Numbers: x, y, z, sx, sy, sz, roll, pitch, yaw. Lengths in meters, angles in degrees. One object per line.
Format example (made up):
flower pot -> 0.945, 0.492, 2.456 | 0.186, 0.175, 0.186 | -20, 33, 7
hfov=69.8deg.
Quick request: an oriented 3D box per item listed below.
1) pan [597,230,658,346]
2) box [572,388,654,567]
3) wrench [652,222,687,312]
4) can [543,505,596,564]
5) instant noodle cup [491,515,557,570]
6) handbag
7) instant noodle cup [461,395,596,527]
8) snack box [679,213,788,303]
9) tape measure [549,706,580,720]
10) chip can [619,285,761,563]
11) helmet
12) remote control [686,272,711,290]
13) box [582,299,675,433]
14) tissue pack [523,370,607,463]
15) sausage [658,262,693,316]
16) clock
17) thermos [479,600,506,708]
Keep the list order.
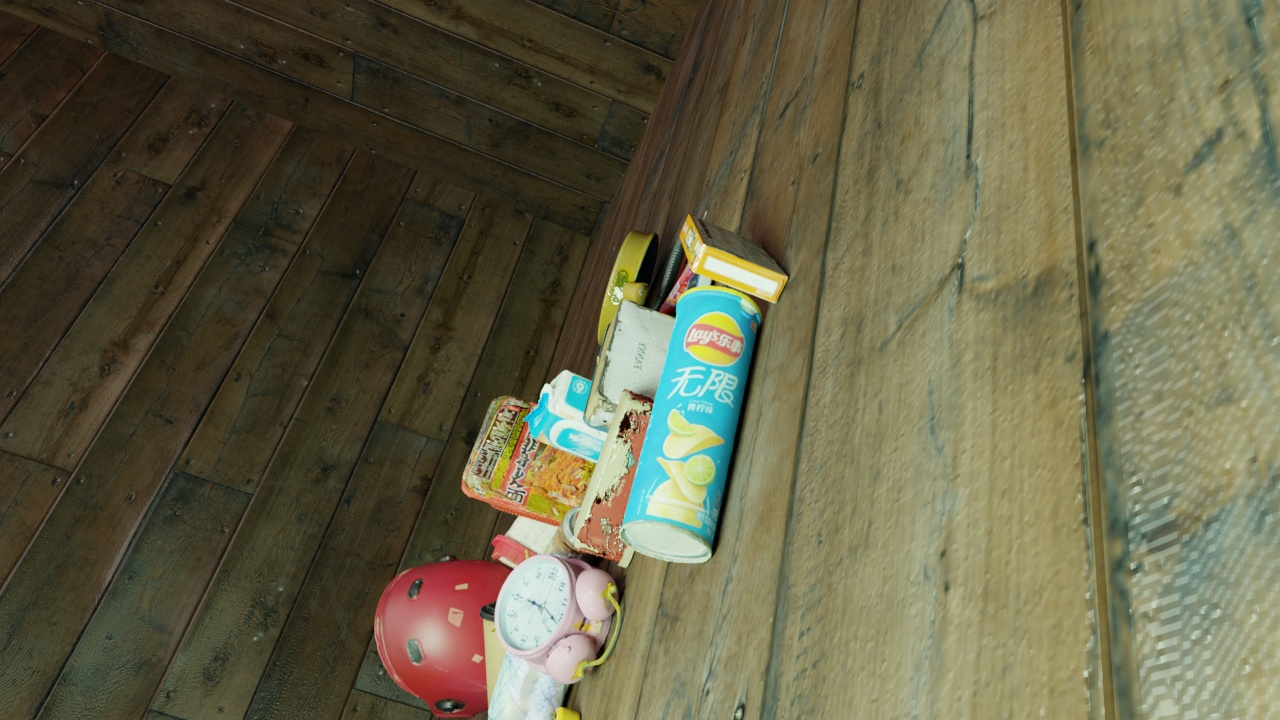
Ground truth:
pan -> -0.010, -0.101, 1.356 | 0.357, 0.078, 0.198 | -17, -57, -84
box -> -0.023, 0.116, 0.946 | 0.091, 0.076, 0.168 | -140, 70, -82
wrench -> 0.022, -0.068, 1.243 | 0.056, 0.016, 0.273 | 29, -97, -60
can -> -0.080, 0.227, 1.115 | 0.117, 0.058, 0.058 | 119, 168, -47
instant noodle cup -> -0.129, 0.239, 1.263 | 0.124, 0.116, 0.116 | -59, 4, -20
handbag -> -0.106, 0.314, 1.017 | 0.134, 0.075, 0.193 | 131, 156, -68
instant noodle cup -> -0.128, 0.143, 1.208 | 0.079, 0.189, 0.164 | 107, 179, -50
snack box -> 0.077, -0.091, 0.796 | 0.153, 0.075, 0.026 | -95, 27, -72
tape measure -> -0.080, 0.365, 0.885 | 0.060, 0.029, 0.057 | 123, 165, -57
chip can -> 0.042, 0.046, 0.712 | 0.071, 0.071, 0.209 | 124, 163, -59
helmet -> -0.219, 0.356, 1.218 | 0.144, 0.240, 0.206 | -21, 58, 23
remote control -> 0.059, -0.056, 1.008 | 0.049, 0.024, 0.124 | 123, 163, -58
box -> -0.006, 0.006, 1.068 | 0.183, 0.090, 0.060 | -75, 8, -46
tissue pack -> -0.062, 0.075, 1.095 | 0.090, 0.140, 0.063 | 126, 164, -50
sausage -> 0.053, -0.092, 1.157 | 0.156, 0.020, 0.020 | 122, 166, -56
clock -> -0.078, 0.254, 0.910 | 0.159, 0.060, 0.117 | 9, 69, 43
thermos -> -0.152, 0.359, 1.126 | 0.093, 0.093, 0.143 | 166, 106, -80
